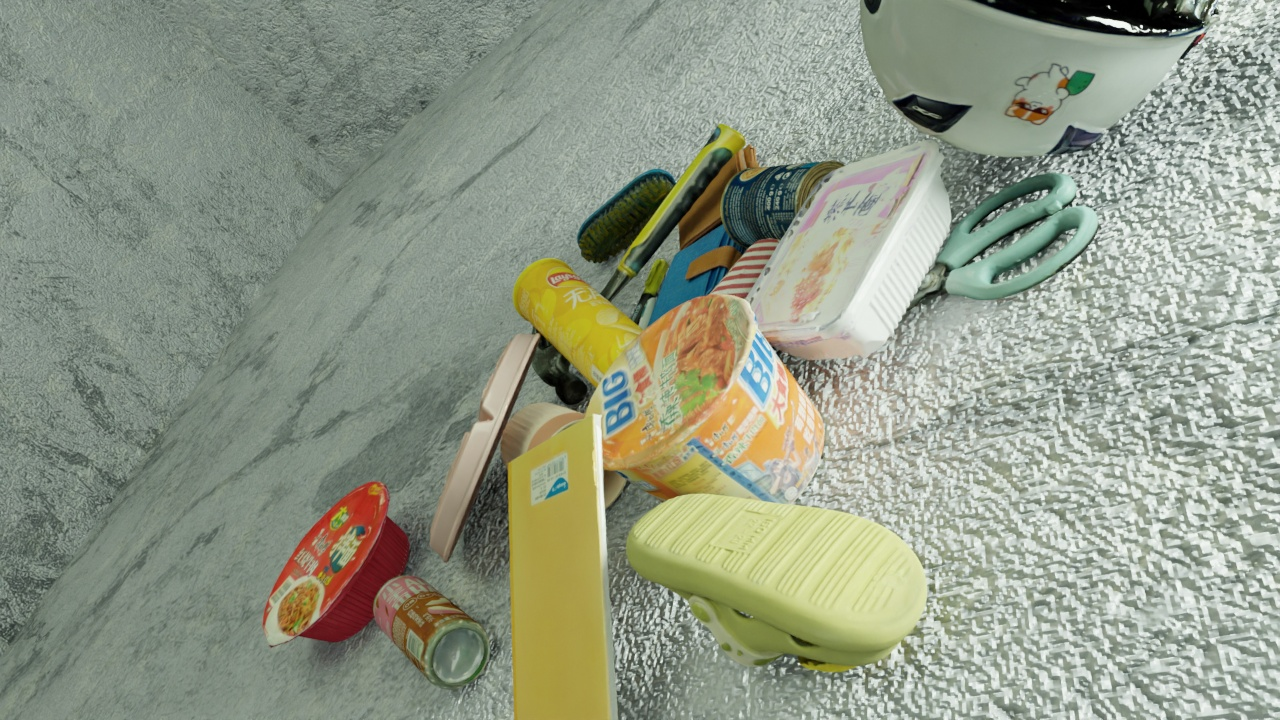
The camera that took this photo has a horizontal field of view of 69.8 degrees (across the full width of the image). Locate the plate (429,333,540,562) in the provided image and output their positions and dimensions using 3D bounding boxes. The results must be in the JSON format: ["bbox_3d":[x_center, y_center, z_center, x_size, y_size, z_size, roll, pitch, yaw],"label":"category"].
[{"bbox_3d":[-0.148,0.077,0.863,0.229,0.028,0.229,-161,93,-85],"label":"plate"}]

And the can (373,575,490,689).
[{"bbox_3d":[-0.183,0.230,0.790,0.057,0.058,0.147,-55,28,-16],"label":"can"}]

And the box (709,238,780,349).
[{"bbox_3d":[0.076,-0.020,0.761,0.162,0.076,0.088,-52,-1,-14],"label":"box"}]

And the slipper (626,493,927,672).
[{"bbox_3d":[0.076,0.132,0.536,0.191,0.082,0.091,9,34,42],"label":"slipper"}]

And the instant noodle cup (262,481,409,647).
[{"bbox_3d":[-0.314,0.226,0.976,0.194,0.066,0.193,-34,29,22],"label":"instant noodle cup"}]

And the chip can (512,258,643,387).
[{"bbox_3d":[-0.045,-0.025,0.859,0.072,0.072,0.213,-47,43,-1],"label":"chip can"}]

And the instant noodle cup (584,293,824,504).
[{"bbox_3d":[0.050,0.044,0.647,0.152,0.111,0.151,-34,29,23],"label":"instant noodle cup"}]

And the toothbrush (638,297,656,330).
[{"bbox_3d":[-0.005,0.005,0.886,0.018,0.016,0.191,-13,41,32],"label":"toothbrush"}]

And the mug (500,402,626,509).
[{"bbox_3d":[-0.072,0.098,0.800,0.106,0.081,0.114,16,95,62],"label":"mug"}]

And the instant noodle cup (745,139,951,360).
[{"bbox_3d":[0.156,-0.070,0.679,0.173,0.060,0.138,-56,22,-17],"label":"instant noodle cup"}]

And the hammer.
[{"bbox_3d":[-0.006,-0.110,0.955,0.323,0.032,0.126,-52,41,5],"label":"hammer"}]

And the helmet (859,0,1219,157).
[{"bbox_3d":[0.255,-0.231,0.651,0.157,0.230,0.273,99,-179,-46],"label":"helmet"}]

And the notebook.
[{"bbox_3d":[-0.058,0.154,0.626,0.146,0.010,0.206,-32,57,53],"label":"notebook"}]

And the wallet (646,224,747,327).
[{"bbox_3d":[0.055,-0.072,0.882,0.107,0.040,0.132,-26,33,43],"label":"wallet"}]

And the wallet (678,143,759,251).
[{"bbox_3d":[0.083,-0.174,0.983,0.108,0.031,0.131,-37,29,25],"label":"wallet"}]

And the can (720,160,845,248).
[{"bbox_3d":[0.133,-0.135,0.810,0.075,0.075,0.111,-53,28,-13],"label":"can"}]

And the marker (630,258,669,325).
[{"bbox_3d":[0.002,-0.058,0.960,0.018,0.015,0.123,-17,41,49],"label":"marker"}]

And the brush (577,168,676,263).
[{"bbox_3d":[-0.018,-0.178,1.105,0.144,0.055,0.073,-38,29,18],"label":"brush"}]

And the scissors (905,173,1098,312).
[{"bbox_3d":[0.231,-0.055,0.628,0.185,0.019,0.129,-43,27,11],"label":"scissors"}]
